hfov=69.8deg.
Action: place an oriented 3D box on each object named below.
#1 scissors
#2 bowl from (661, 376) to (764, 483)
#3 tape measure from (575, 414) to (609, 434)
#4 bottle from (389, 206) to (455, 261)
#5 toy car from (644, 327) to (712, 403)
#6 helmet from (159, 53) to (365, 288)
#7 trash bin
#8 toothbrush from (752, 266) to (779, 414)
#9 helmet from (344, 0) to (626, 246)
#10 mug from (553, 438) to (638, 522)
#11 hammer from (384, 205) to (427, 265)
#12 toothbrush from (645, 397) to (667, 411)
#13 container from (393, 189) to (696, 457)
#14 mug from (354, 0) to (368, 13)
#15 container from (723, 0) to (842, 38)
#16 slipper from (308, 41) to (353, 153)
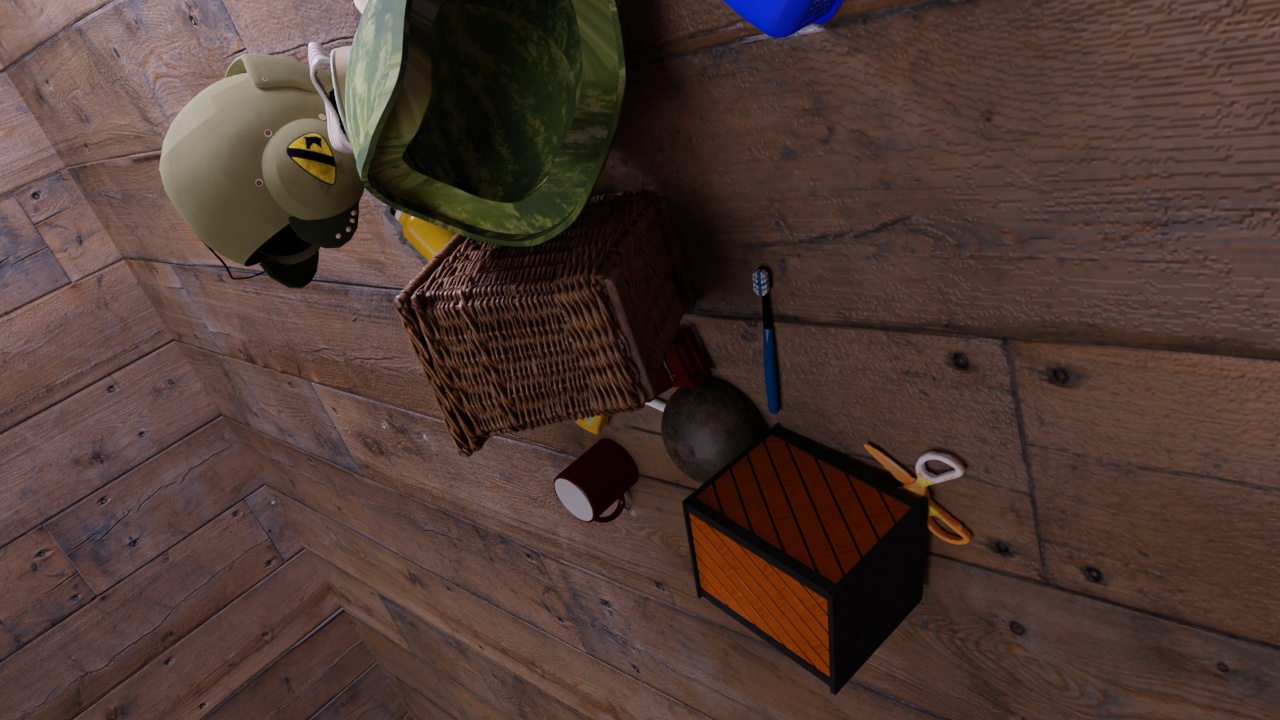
[{"bbox_3d":[0.252,0.115,0.827,0.125,0.011,0.131,42,146,13],"label":"scissors"},{"bbox_3d":[0.065,0.082,0.959,0.121,0.056,0.121,23,126,35],"label":"bowl"},{"bbox_3d":[-0.065,0.056,1.134,0.059,0.030,0.068,40,143,16],"label":"tape measure"},{"bbox_3d":[-0.211,-0.120,0.989,0.143,0.043,0.043,45,147,6],"label":"bottle"},{"bbox_3d":[-0.006,0.006,0.986,0.170,0.061,0.070,-4,118,52],"label":"toy car"},{"bbox_3d":[-0.402,-0.224,1.045,0.233,0.254,0.251,54,147,-11],"label":"helmet"},{"bbox_3d":[0.157,0.183,0.876,0.172,0.139,0.140,27,140,40],"label":"trash bin"},{"bbox_3d":[0.120,-0.015,0.860,0.014,0.014,0.168,13,132,29],"label":"toothbrush"},{"bbox_3d":[-0.121,-0.232,0.744,0.213,0.247,0.244,19,171,-23],"label":"helmet"},{"bbox_3d":[-0.053,0.166,1.178,0.073,0.082,0.106,14,132,43],"label":"mug"},{"bbox_3d":[-0.154,-0.181,0.982,0.177,0.079,0.327,52,142,-1],"label":"hammer"},{"bbox_3d":[0.033,0.052,1.031,0.187,0.012,0.017,21,124,37],"label":"toothbrush"},{"bbox_3d":[-0.066,-0.053,0.831,0.183,0.249,0.162,-7,120,20],"label":"container"},{"bbox_3d":[-0.194,-0.336,0.851,0.100,0.096,0.120,43,152,-7],"label":"mug"},{"bbox_3d":[0.085,-0.277,0.607,0.114,0.058,0.096,46,147,8],"label":"container"},{"bbox_3d":[-0.284,-0.251,0.886,0.263,0.052,0.115,-129,26,-68],"label":"slipper"}]
